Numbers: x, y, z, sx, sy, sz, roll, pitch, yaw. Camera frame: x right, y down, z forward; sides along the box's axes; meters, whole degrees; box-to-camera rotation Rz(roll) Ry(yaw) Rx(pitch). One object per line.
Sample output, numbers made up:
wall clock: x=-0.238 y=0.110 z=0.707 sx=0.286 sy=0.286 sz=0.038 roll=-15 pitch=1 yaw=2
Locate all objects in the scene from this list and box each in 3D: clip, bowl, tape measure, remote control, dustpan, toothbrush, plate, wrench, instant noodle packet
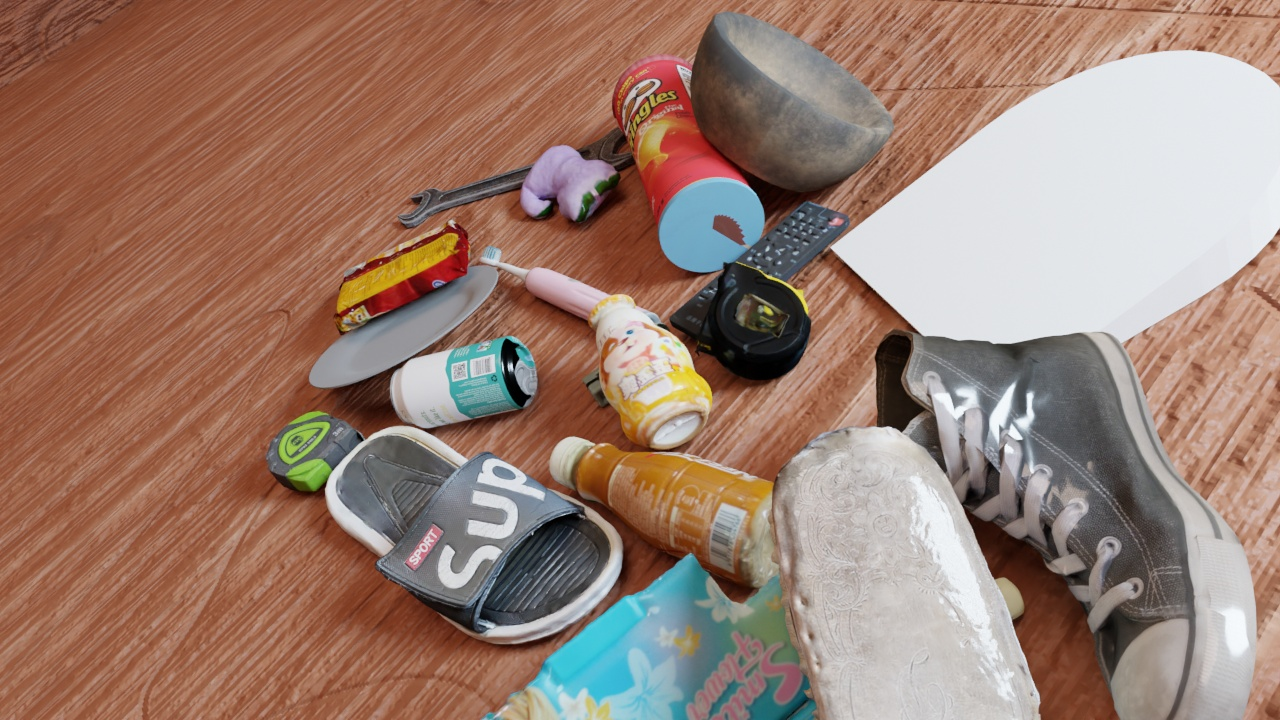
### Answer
clip: x=-0.005 y=0.003 z=0.660 sx=0.075 sy=0.023 sz=0.037 roll=-35 pitch=43 yaw=-4
bowl: x=0.109 y=-0.194 z=0.711 sx=0.070 sy=0.162 sz=0.162 roll=-57 pitch=29 yaw=34
tape measure: x=0.078 y=-0.024 z=0.614 sx=0.072 sy=0.042 sz=0.071 roll=20 pitch=63 yaw=10
remote control: x=0.090 y=-0.063 z=0.677 sx=0.150 sy=0.022 sz=0.047 roll=-41 pitch=43 yaw=-16
dustpan: x=0.287 y=-0.093 z=0.603 sx=0.258 sy=0.053 sz=0.191 roll=-38 pitch=42 yaw=6
tape measure: x=-0.256 y=0.073 z=0.717 sx=0.059 sy=0.036 sz=0.065 roll=27 pitch=61 yaw=32
toothbrush: x=-0.068 y=-0.058 z=0.749 sx=0.223 sy=0.027 sz=0.026 roll=26 pitch=93 yaw=42
plate: x=-0.196 y=-0.027 z=0.772 sx=0.178 sy=0.012 sz=0.178 roll=-23 pitch=25 yaw=11
wrench: x=-0.120 y=-0.182 z=0.912 sx=0.274 sy=0.010 sz=0.069 roll=-13 pitch=44 yaw=17
instant noodle packet: x=-0.215 y=-0.077 z=0.826 sx=0.135 sy=0.040 sz=0.098 roll=-26 pitch=24 yaw=1

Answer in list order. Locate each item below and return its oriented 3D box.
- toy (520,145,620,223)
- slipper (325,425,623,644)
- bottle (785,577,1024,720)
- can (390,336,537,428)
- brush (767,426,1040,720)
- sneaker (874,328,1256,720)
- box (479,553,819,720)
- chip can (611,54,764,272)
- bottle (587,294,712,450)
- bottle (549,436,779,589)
toy: x=-0.067 y=-0.158 z=0.841 sx=0.080 sy=0.036 sz=0.100 roll=-51 pitch=49 yaw=-1
slipper: x=-0.128 y=0.100 z=0.603 sx=0.264 sy=0.063 sz=0.111 roll=20 pitch=60 yaw=43
bottle: x=0.101 y=0.151 z=0.444 sx=0.184 sy=0.045 sz=0.045 roll=-24 pitch=42 yaw=-5
can: x=-0.132 y=0.017 z=0.689 sx=0.102 sy=0.055 sz=0.054 roll=-12 pitch=44 yaw=17
brush: x=0.112 y=0.157 z=0.347 sx=0.083 sy=0.057 sz=0.271 roll=-12 pitch=67 yaw=-1
sneaker: x=0.179 y=0.069 z=0.420 sx=0.120 sy=0.095 sz=0.234 roll=4 pitch=46 yaw=0
box: x=0.030 y=0.188 z=0.395 sx=0.226 sy=0.039 sz=0.181 roll=-37 pitch=73 yaw=-9
chip can: x=0.035 y=-0.169 z=0.761 sx=0.087 sy=0.087 sz=0.213 roll=-22 pitch=43 yaw=7
bottle: x=0.002 y=0.005 z=0.611 sx=0.063 sy=0.063 sz=0.109 roll=-29 pitch=56 yaw=-1
bottle: x=0.013 y=0.081 z=0.547 sx=0.167 sy=0.059 sz=0.059 roll=15 pitch=57 yaw=39
